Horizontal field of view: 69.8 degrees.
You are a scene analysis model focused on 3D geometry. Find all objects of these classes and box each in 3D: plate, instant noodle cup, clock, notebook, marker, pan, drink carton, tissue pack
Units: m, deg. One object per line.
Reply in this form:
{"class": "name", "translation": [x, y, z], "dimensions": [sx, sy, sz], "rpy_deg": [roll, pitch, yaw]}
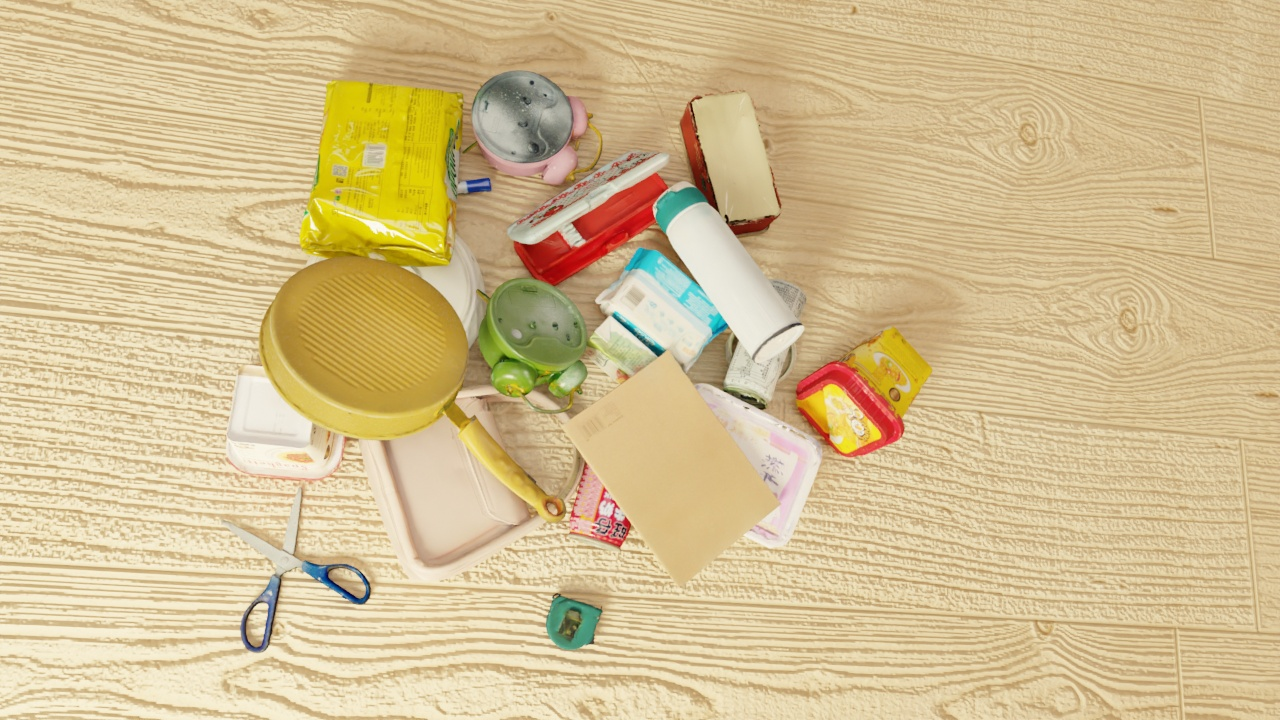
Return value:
{"class": "plate", "translation": [-0.272, -0.074, 1.012], "dimensions": [0.204, 0.046, 0.204], "rpy_deg": [3, 77, -11]}
{"class": "instant noodle cup", "translation": [0.104, 0.120, 1.040], "dimensions": [0.173, 0.060, 0.137], "rpy_deg": [27, 73, -6]}
{"class": "clock", "translation": [-0.116, -0.014, 0.999], "dimensions": [0.116, 0.056, 0.161], "rpy_deg": [0, 58, -36]}
{"class": "notebook", "translation": [0.034, 0.113, 0.985], "dimensions": [0.149, 0.012, 0.211], "rpy_deg": [-35, 86, -20]}
{"class": "marker", "translation": [-0.245, -0.195, 1.059], "dimensions": [0.145, 0.017, 0.017], "rpy_deg": [-10, 80, -14]}
{"class": "clock", "translation": [-0.122, -0.269, 1.079], "dimensions": [0.158, 0.060, 0.117], "rpy_deg": [14, 74, -7]}
{"class": "pan", "translation": [-0.208, 0.040, 0.911], "dimensions": [0.357, 0.078, 0.197], "rpy_deg": [36, 45, -4]}
{"class": "drink carton", "translation": [-0.006, 0.006, 1.045], "dimensions": [0.122, 0.054, 0.045], "rpy_deg": [41, 69, 0]}
{"class": "instant noodle cup", "translation": [-0.359, 0.057, 0.922], "dimensions": [0.116, 0.124, 0.116], "rpy_deg": [7, 77, -10]}
{"class": "tissue pack", "translation": [0.027, -0.057, 1.061], "dimensions": [0.140, 0.063, 0.089], "rpy_deg": [39, 74, -1]}
{"class": "instant noodle cup", "translation": [0.266, 0.032, 1.073], "dimensions": [0.116, 0.116, 0.123], "rpy_deg": [48, 62, 1]}

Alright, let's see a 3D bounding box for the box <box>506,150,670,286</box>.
{"class": "box", "translation": [-0.051, -0.175, 1.053], "dimensions": [0.201, 0.098, 0.095], "rpy_deg": [-34, 86, -16]}

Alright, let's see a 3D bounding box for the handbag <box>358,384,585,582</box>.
{"class": "handbag", "translation": [-0.167, 0.114, 0.982], "dimensions": [0.233, 0.094, 0.193], "rpy_deg": [-18, 81, -23]}

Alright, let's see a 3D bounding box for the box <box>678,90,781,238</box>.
{"class": "box", "translation": [0.111, -0.239, 1.112], "dimensions": [0.091, 0.077, 0.168], "rpy_deg": [-11, 81, -13]}

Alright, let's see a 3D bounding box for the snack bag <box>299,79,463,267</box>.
{"class": "snack bag", "translation": [-0.277, -0.209, 0.996], "dimensions": [0.158, 0.068, 0.246], "rpy_deg": [3, 59, -10]}

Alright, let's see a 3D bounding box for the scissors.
{"class": "scissors", "translation": [-0.363, 0.219, 0.944], "dimensions": [0.174, 0.012, 0.162], "rpy_deg": [30, 74, -3]}

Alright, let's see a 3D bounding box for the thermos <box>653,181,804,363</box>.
{"class": "thermos", "translation": [0.093, -0.105, 1.032], "dimensions": [0.073, 0.073, 0.224], "rpy_deg": [-28, 71, -16]}

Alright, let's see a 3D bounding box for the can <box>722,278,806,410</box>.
{"class": "can", "translation": [0.144, -0.020, 1.064], "dimensions": [0.058, 0.058, 0.146], "rpy_deg": [23, 74, -6]}

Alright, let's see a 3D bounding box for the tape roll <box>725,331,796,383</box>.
{"class": "tape roll", "translation": [0.144, -0.010, 1.101], "dimensions": [0.085, 0.014, 0.085], "rpy_deg": [3, 77, -12]}

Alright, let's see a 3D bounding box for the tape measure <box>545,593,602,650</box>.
{"class": "tape measure", "translation": [-0.073, 0.282, 0.984], "dimensions": [0.058, 0.025, 0.054], "rpy_deg": [20, 73, -6]}

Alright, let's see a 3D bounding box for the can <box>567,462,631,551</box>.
{"class": "can", "translation": [-0.038, 0.155, 0.998], "dimensions": [0.066, 0.067, 0.093], "rpy_deg": [18, 74, -8]}
